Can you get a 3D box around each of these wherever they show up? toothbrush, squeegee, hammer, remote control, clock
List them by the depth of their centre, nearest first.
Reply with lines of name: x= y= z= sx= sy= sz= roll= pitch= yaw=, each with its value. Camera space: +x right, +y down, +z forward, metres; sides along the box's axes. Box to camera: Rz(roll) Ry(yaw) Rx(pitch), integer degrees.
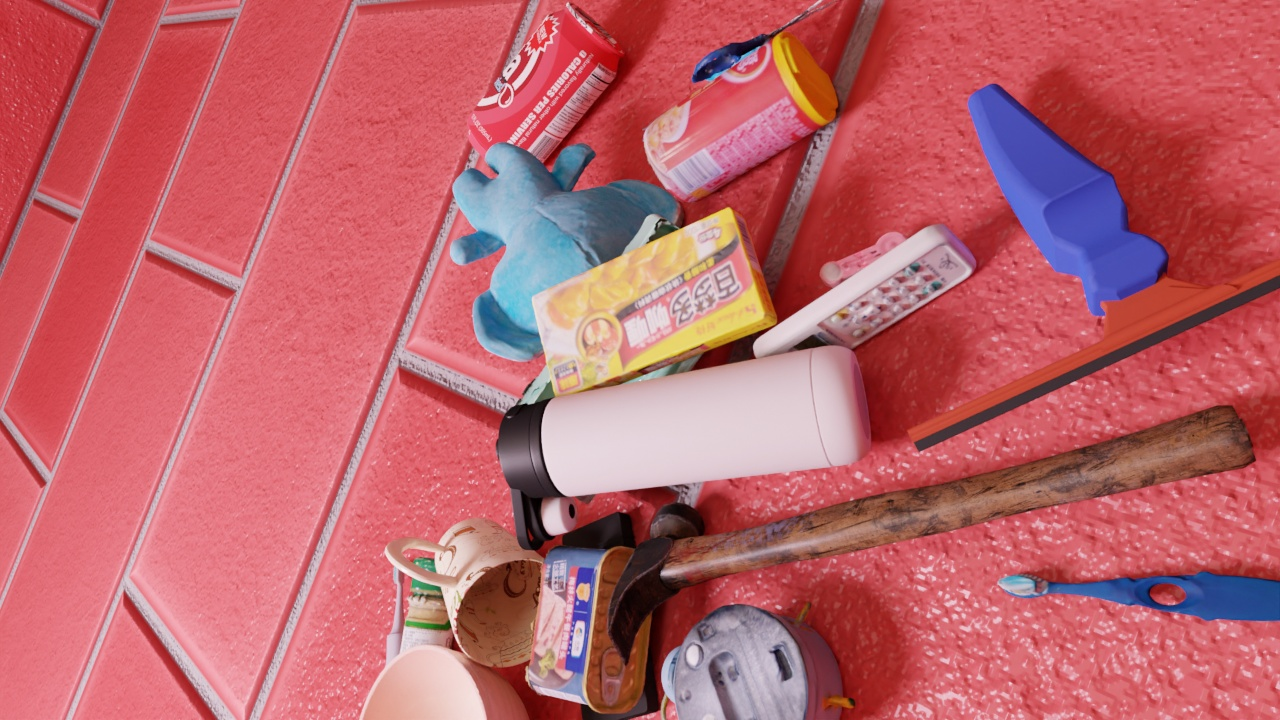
toothbrush: x=0.231 y=0.106 z=0.420 sx=0.133 sy=0.016 sz=0.021 roll=-8 pitch=71 yaw=41
squeegee: x=0.221 y=-0.078 z=0.473 sx=0.250 sy=0.055 sz=0.184 roll=-27 pitch=56 yaw=11
hammer: x=0.130 y=0.087 z=0.478 sx=0.331 sy=0.033 sz=0.119 roll=-20 pitch=19 yaw=29
clock: x=0.057 y=0.192 z=0.520 sx=0.125 sy=0.051 sz=0.088 roll=-40 pitch=53 yaw=25
remote control: x=0.129 y=-0.033 z=0.542 sx=0.134 sy=0.050 sz=0.022 roll=-35 pitch=50 yaw=27
remote control: x=-0.023 y=0.175 z=0.624 sx=0.058 sy=0.013 sz=0.133 roll=-28 pitch=58 yaw=32
toothbrush: x=-0.197 y=0.257 z=0.746 sx=0.019 sy=0.018 sz=0.187 roll=-24 pitch=59 yaw=35

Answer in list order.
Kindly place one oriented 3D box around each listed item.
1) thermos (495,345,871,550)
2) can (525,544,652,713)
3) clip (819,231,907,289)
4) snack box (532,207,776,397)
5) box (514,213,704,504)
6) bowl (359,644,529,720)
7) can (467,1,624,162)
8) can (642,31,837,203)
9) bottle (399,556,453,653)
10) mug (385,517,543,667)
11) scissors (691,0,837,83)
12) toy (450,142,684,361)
thermos: x=0.022 y=0.058 z=0.560 sx=0.230 sy=0.068 sz=0.101 roll=-10 pitch=104 yaw=19
can: x=-0.032 y=0.169 z=0.586 sx=0.059 sy=0.054 sz=0.099 roll=-7 pitch=69 yaw=41
clip: x=0.135 y=-0.059 z=0.558 sx=0.060 sy=0.043 sz=0.023 roll=-38 pitch=54 yaw=42
snack box: x=0.006 y=-0.033 z=0.586 sx=0.152 sy=0.025 sz=0.075 roll=-22 pitch=74 yaw=23
box: x=-0.002 y=0.006 z=0.623 sx=0.188 sy=0.077 sz=0.091 roll=-53 pitch=35 yaw=11
bowl: x=-0.126 y=0.275 z=0.635 sx=0.153 sy=0.076 sz=0.152 roll=-17 pitch=63 yaw=38
can: x=-0.083 y=-0.230 z=0.790 sx=0.143 sy=0.074 sz=0.074 roll=-45 pitch=49 yaw=20
can: x=0.067 y=-0.165 z=0.636 sx=0.125 sy=0.066 sz=0.066 roll=-27 pitch=57 yaw=32
bottle: x=-0.166 y=0.211 z=0.719 sx=0.043 sy=0.042 sz=0.109 roll=-6 pitch=71 yaw=40
mug: x=-0.123 y=0.152 z=0.648 sx=0.097 sy=0.122 sz=0.081 roll=29 pitch=97 yaw=60
scissors: x=0.085 y=-0.222 z=0.636 sx=0.130 sy=0.116 sz=0.014 roll=-22 pitch=98 yaw=39
toy: x=-0.070 y=-0.090 z=0.706 sx=0.183 sy=0.115 sz=0.180 roll=-43 pitch=66 yaw=-7
